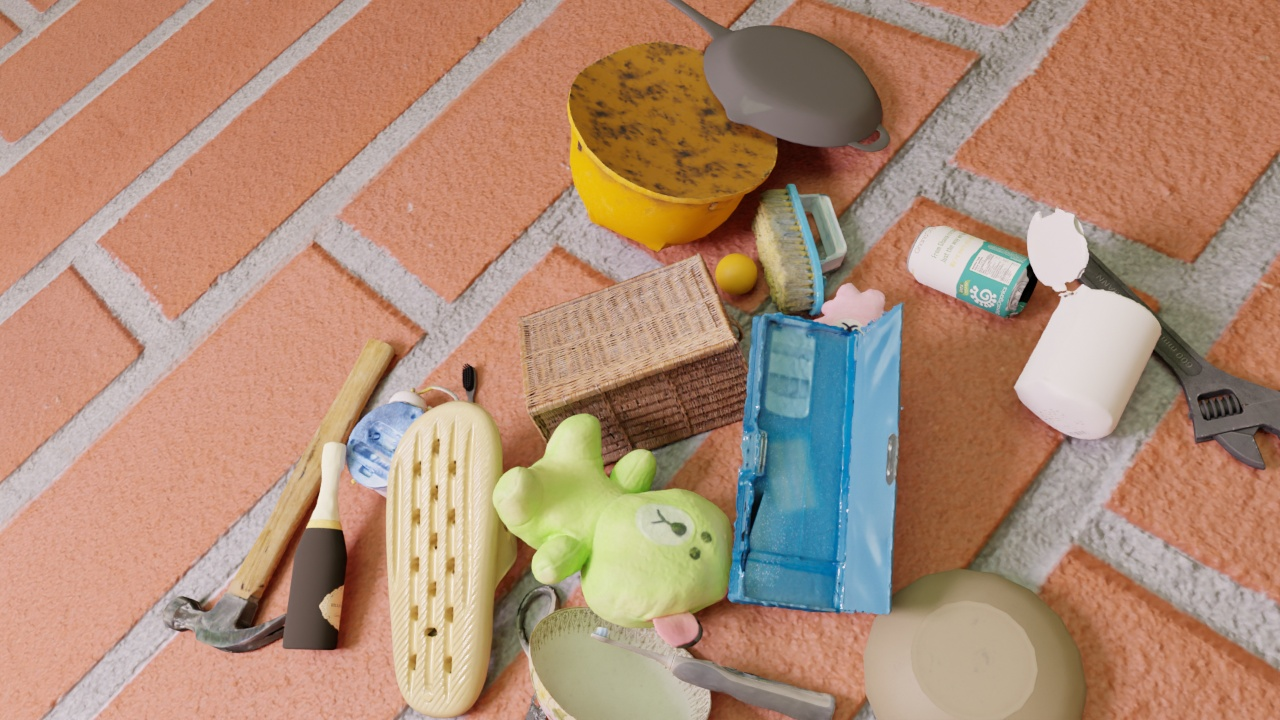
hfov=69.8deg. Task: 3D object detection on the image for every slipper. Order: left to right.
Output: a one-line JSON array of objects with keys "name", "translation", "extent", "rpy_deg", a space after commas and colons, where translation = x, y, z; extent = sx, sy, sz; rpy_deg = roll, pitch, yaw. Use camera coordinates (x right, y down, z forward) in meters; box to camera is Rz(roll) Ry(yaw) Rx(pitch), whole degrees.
[{"name": "slipper", "translation": [-0.160, 0.168, 0.794], "extent": [0.111, 0.079, 0.261], "rpy_deg": [-4, 78, 19]}]

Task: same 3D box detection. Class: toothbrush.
[{"name": "toothbrush", "translation": [-0.165, 0.076, 0.887], "extent": [0.013, 0.013, 0.167], "rpy_deg": [-13, 59, 10]}, {"name": "toothbrush", "translation": [0.051, 0.233, 0.680], "extent": [0.185, 0.022, 0.024], "rpy_deg": [16, 70, 5]}]

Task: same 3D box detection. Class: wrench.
[{"name": "wrench", "translation": [0.420, -0.023, 0.748], "extent": [0.073, 0.018, 0.273], "rpy_deg": [-34, 54, 7]}]

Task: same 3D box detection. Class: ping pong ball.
[{"name": "ping pong ball", "translation": [0.092, -0.083, 0.879], "extent": [0.040, 0.040, 0.040], "rpy_deg": [-8, 58, 13]}]

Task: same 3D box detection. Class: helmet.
[{"name": "helmet", "translation": [0.017, -0.193, 0.912], "extent": [0.205, 0.132, 0.254], "rpy_deg": [25, 45, 0]}]

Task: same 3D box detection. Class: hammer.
[{"name": "hammer", "translation": [-0.328, 0.123, 0.901], "extent": [0.132, 0.033, 0.329], "rpy_deg": [11, 64, 25]}]

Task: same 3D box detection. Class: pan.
[{"name": "pan", "translation": [0.115, -0.328, 0.954], "extent": [0.354, 0.024, 0.215], "rpy_deg": [41, 52, 18]}]

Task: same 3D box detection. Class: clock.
[{"name": "clock", "translation": [-0.223, 0.076, 0.881], "extent": [0.089, 0.052, 0.125], "rpy_deg": [26, 71, 30]}]

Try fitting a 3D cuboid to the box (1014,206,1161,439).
[{"name": "box", "translation": [0.336, -0.030, 0.718], "extent": [0.136, 0.084, 0.146], "rpy_deg": [34, 78, 2]}]

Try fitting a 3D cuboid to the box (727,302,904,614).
[{"name": "box", "translation": [0.134, 0.070, 0.689], "extent": [0.094, 0.112, 0.231], "rpy_deg": [11, 75, -11]}]

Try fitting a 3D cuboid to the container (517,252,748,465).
[{"name": "container", "translation": [-0.005, 0.004, 0.815], "extent": [0.198, 0.114, 0.112], "rpy_deg": [-18, 52, 5]}]

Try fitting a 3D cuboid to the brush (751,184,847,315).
[{"name": "brush", "translation": [0.155, -0.100, 0.864], "extent": [0.075, 0.055, 0.135], "rpy_deg": [-3, 57, -9]}]

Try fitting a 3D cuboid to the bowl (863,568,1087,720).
[{"name": "bowl", "translation": [0.233, 0.217, 0.647], "extent": [0.152, 0.050, 0.152], "rpy_deg": [-8, 58, 13]}]

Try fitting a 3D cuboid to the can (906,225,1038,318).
[{"name": "can", "translation": [0.290, -0.079, 0.804], "extent": [0.102, 0.055, 0.054], "rpy_deg": [29, 72, 30]}]

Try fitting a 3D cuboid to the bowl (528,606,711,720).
[{"name": "bowl", "translation": [-0.024, 0.253, 0.683], "extent": [0.145, 0.145, 0.063], "rpy_deg": [31, 111, 31]}]

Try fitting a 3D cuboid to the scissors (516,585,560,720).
[{"name": "scissors", "translation": [-0.081, 0.258, 0.748], "extent": [0.164, 0.012, 0.150], "rpy_deg": [-40, 56, -7]}]

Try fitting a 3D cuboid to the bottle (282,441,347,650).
[{"name": "bottle", "translation": [-0.287, 0.165, 0.829], "extent": [0.045, 0.045, 0.184], "rpy_deg": [-4, 72, 16]}]

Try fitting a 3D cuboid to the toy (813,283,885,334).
[{"name": "toy", "translation": [0.183, -0.022, 0.803], "extent": [0.099, 0.052, 0.095], "rpy_deg": [15, 81, 20]}]

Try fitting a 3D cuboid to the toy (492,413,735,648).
[{"name": "toy", "translation": [-0.016, 0.141, 0.734], "extent": [0.197, 0.107, 0.149], "rpy_deg": [43, 47, 4]}]
